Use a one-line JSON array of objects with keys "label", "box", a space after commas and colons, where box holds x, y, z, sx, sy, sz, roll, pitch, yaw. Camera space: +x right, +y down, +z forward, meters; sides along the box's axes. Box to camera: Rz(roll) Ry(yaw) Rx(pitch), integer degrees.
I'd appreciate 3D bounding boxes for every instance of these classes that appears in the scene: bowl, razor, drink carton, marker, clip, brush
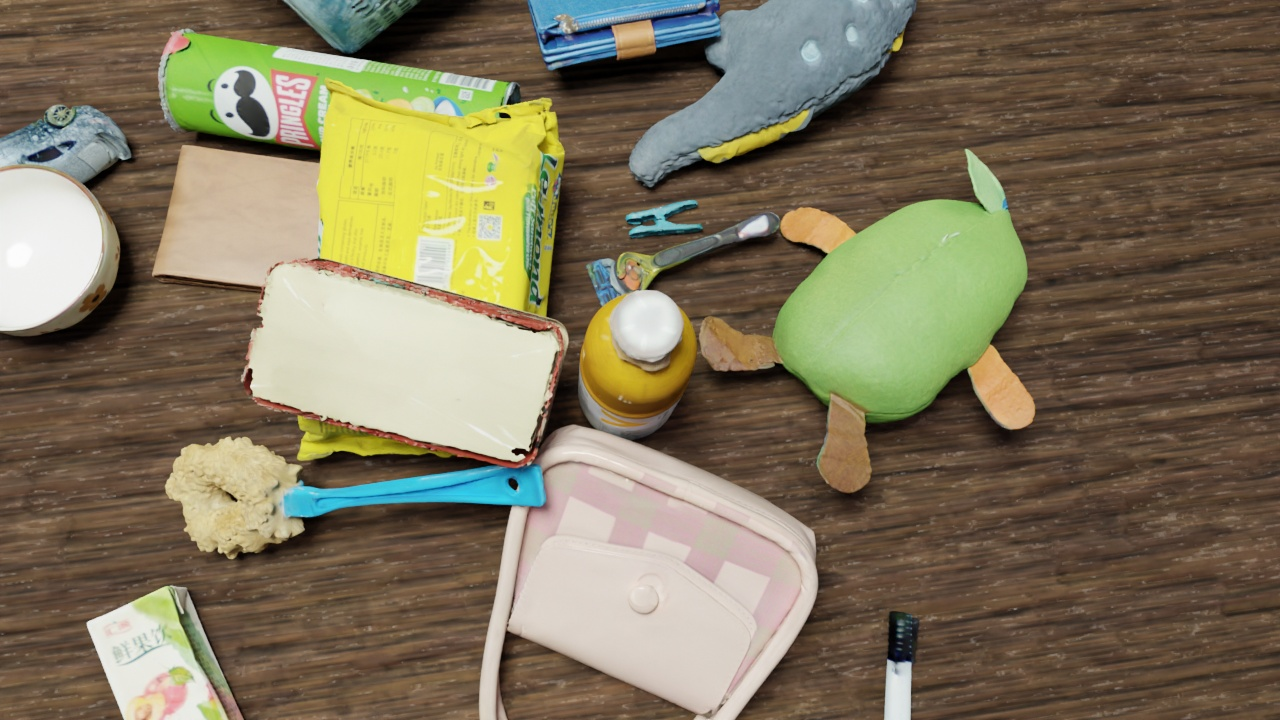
[{"label": "bowl", "box": [-0.403, -0.067, 0.618, 0.113, 0.062, 0.113, 0, 77, -2]}, {"label": "razor", "box": [0.033, -0.076, 0.655, 0.143, 0.022, 0.042, -21, 81, 1]}, {"label": "drink carton", "box": [-0.289, 0.206, 0.570, 0.053, 0.046, 0.122, -26, 81, -14]}, {"label": "marker", "box": [0.171, 0.233, 0.604, 0.022, 0.018, 0.130, 7, 76, -9]}, {"label": "clip", "box": [0.017, -0.103, 0.674, 0.056, 0.014, 0.041, -8, 77, -7]}, {"label": "brush", "box": [-0.179, 0.081, 0.568, 0.255, 0.045, 0.083, -4, 100, 13]}]

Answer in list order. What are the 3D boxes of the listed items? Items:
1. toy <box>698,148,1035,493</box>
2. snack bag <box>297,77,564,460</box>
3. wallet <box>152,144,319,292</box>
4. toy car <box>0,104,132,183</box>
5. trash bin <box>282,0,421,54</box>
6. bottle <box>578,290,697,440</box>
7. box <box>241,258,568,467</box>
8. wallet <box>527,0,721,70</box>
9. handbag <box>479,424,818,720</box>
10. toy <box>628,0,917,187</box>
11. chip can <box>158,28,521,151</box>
[{"label": "toy", "box": [0.171, -0.031, 0.628, 0.246, 0.090, 0.227, -37, 68, -14]}, {"label": "snack bag", "box": [-0.137, -0.051, 0.595, 0.158, 0.068, 0.246, 5, 94, -1]}, {"label": "wallet", "box": [-0.279, -0.099, 0.654, 0.115, 0.020, 0.101, 7, 76, -4]}, {"label": "toy car", "box": [-0.419, -0.135, 0.636, 0.120, 0.054, 0.036, -26, 78, -8]}, {"label": "trash bin", "box": [-0.194, -0.332, 0.628, 0.226, 0.226, 0.195, 43, 91, 7]}, {"label": "bottle", "box": [-0.003, 0.003, 0.558, 0.068, 0.190, 0.068, 1, 76, -4]}, {"label": "box", "box": [-0.131, -0.001, 0.525, 0.168, 0.079, 0.091, 15, 96, -4]}, {"label": "wallet", "box": [-0.015, -0.261, 0.681, 0.133, 0.040, 0.106, -13, 48, -4]}, {"label": "handbag", "box": [-0.013, 0.175, 0.584, 0.193, 0.093, 0.234, 23, 89, 2]}, {"label": "toy", "box": [0.130, -0.261, 0.684, 0.138, 0.091, 0.355, 24, 74, 31]}, {"label": "chip can", "box": [-0.207, -0.180, 0.649, 0.236, 0.072, 0.072, 8, 77, -2]}]
